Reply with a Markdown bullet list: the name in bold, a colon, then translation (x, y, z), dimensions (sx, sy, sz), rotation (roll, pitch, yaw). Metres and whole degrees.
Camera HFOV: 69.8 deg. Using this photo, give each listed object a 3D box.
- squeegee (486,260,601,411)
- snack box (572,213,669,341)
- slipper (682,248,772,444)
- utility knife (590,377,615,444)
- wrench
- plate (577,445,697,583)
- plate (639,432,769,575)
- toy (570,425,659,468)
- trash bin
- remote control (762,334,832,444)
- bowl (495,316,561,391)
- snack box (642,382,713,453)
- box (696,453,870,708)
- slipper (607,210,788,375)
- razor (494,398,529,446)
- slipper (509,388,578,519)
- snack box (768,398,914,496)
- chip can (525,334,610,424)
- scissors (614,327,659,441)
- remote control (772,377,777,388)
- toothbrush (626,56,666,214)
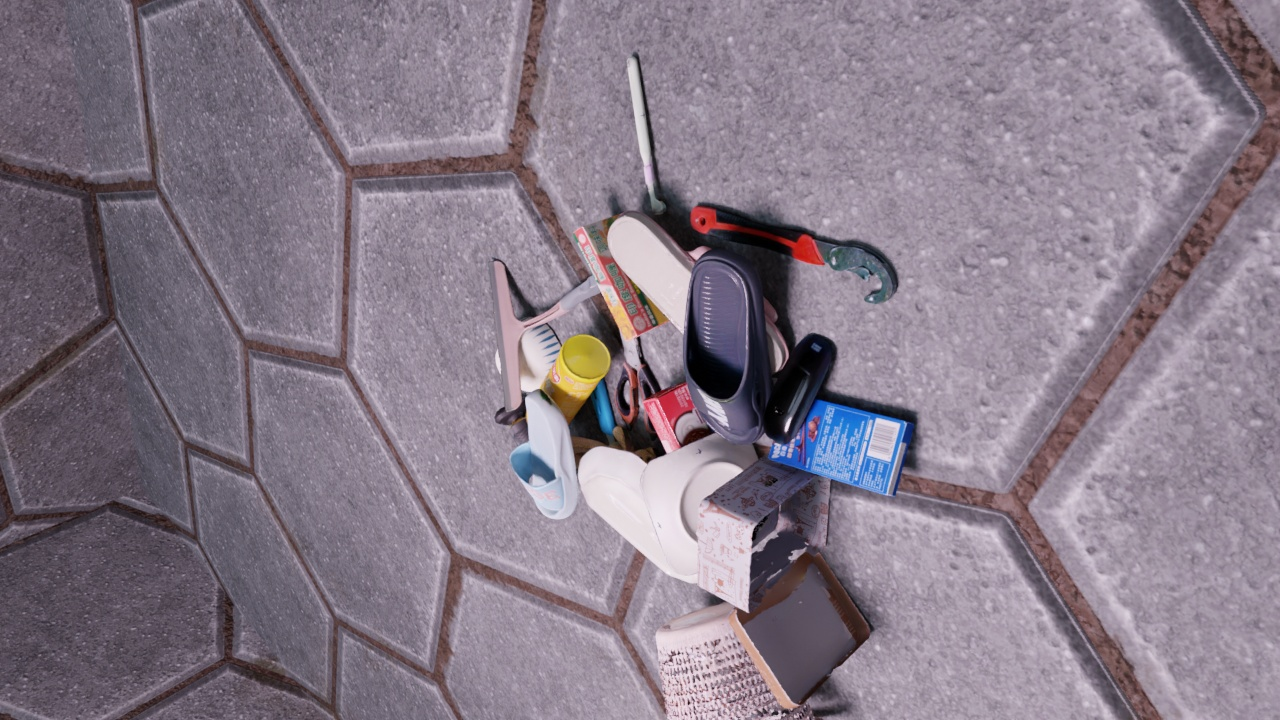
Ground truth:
- **squeegee**: translation (-0.116, -0.079, 1.315), dimensions (0.250, 0.040, 0.247), rotation (-26, 64, 37)
- **snack box**: translation (-0.021, -0.109, 1.187), dimensions (0.027, 0.076, 0.156), rotation (-26, 91, 48)
- **slipper**: translation (0.088, 0.001, 1.071), dimensions (0.111, 0.083, 0.269), rotation (18, 132, 30)
- **utility knife**: translation (-0.054, 0.077, 1.360), dimensions (0.034, 0.018, 0.216), rotation (-2, 110, 45)
- **wrench**: translation (0.165, -0.129, 1.038), dimensions (0.274, 0.016, 0.056), rotation (26, 126, 33)
- **plate**: translation (0.014, 0.228, 1.295), dimensions (0.265, 0.034, 0.162), rotation (43, 142, -3)
- **plate**: translation (0.093, 0.180, 1.159), dimensions (0.034, 0.164, 0.163), rotation (7, 118, 70)
- **toy**: translation (-0.044, 0.145, 1.337), dimensions (0.157, 0.066, 0.105), rotation (9, 111, 27)
- **trash bin**: translation (0.117, 0.439, 1.247), dimensions (0.228, 0.226, 0.192), rotation (-27, 78, 48)
- **remote control**: translation (0.178, 0.034, 1.066), dimensions (0.053, 0.024, 0.136), rotation (33, 108, 37)
- **bowl**: translation (-0.179, -0.002, 1.406), dimensions (0.116, 0.066, 0.117), rotation (22, 124, 36)
- **snack box**: translation (0.076, 0.133, 1.216), dimensions (0.207, 0.057, 0.058), rotation (65, 159, -3)
- **box**: translation (0.170, 0.256, 1.108), dimensions (0.125, 0.178, 0.274), rotation (-10, 102, 47)
- **slipper**: translation (0.073, -0.085, 1.120), dimensions (0.274, 0.054, 0.114), rotation (41, 139, 9)
- **razor**: translation (-0.172, 0.142, 1.492), dimensions (0.167, 0.062, 0.068), rotation (58, 169, -3)
- **slipper**: translation (-0.144, 0.146, 1.323), dimensions (0.104, 0.074, 0.246), rotation (45, 148, 38)
- **snack box**: translation (0.228, 0.094, 1.054), dimensions (0.157, 0.026, 0.084), rotation (14, 89, 40)
- **chip can**: translation (-0.108, 0.042, 1.328), dimensions (0.072, 0.071, 0.214), rotation (53, 148, 11)
- **scissors**: translation (-0.017, 0.006, 1.288), dimensions (0.205, 0.015, 0.197), rotation (51, 137, 13)
- **remote control**: translation (0.128, 0.041, 1.157), dimensions (0.135, 0.019, 0.056), rotation (12, 118, 41)
- **toothbrush**: translation (0.006, -0.273, 1.121), dimensions (0.029, 0.020, 0.189), rotation (-140, 37, -71)
